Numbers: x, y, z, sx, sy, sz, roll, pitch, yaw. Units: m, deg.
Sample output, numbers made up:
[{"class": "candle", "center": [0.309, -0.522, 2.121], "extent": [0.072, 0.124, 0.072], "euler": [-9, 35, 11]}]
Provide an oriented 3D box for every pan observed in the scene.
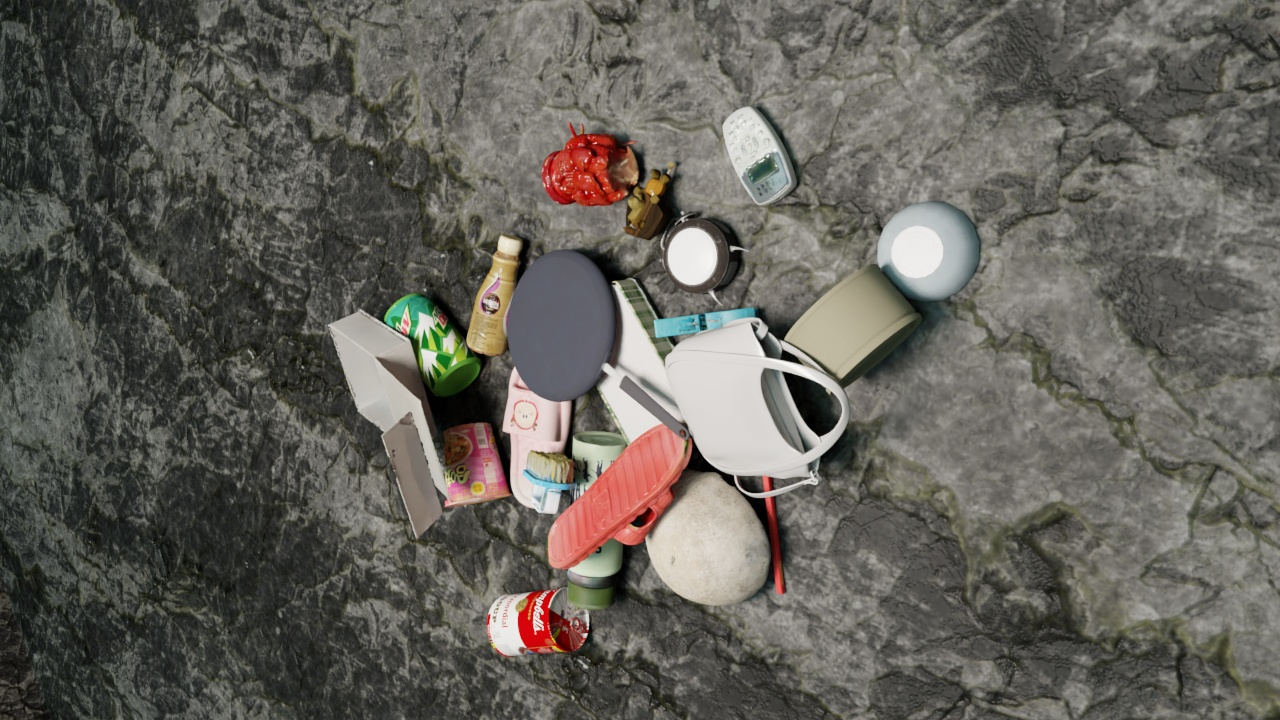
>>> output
[{"class": "pan", "center": [-0.059, -0.004, 1.148], "extent": [0.356, 0.021, 0.199], "euler": [40, 114, 35]}]

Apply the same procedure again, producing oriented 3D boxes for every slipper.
[{"class": "slipper", "center": [-0.017, 0.176, 1.115], "extent": [0.249, 0.059, 0.103], "euler": [-44, 35, 22]}, {"class": "slipper", "center": [-0.150, 0.098, 1.273], "extent": [0.107, 0.055, 0.222], "euler": [12, 103, 34]}]

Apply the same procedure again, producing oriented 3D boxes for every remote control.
[{"class": "remote control", "center": [0.135, -0.236, 1.054], "extent": [0.060, 0.028, 0.114], "euler": [-28, 81, 33]}]

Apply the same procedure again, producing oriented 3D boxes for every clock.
[{"class": "clock", "center": [0.067, -0.128, 1.105], "extent": [0.123, 0.043, 0.091], "euler": [35, 114, 25]}]

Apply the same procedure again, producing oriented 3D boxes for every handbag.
[{"class": "handbag", "center": [0.145, 0.052, 1.002], "extent": [0.223, 0.095, 0.216], "euler": [-4, 116, 51]}]

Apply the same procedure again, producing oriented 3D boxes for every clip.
[{"class": "clip", "center": [0.079, -0.046, 1.088], "extent": [0.120, 0.102, 0.027], "euler": [-6, 96, 21]}]

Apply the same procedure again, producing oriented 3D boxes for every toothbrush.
[{"class": "toothbrush", "center": [0.161, 0.176, 1.101], "extent": [0.018, 0.012, 0.212], "euler": [-5, 93, 34]}]

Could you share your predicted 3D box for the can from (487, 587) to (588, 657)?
[{"class": "can", "center": [-0.144, 0.367, 1.284], "extent": [0.117, 0.086, 0.086], "euler": [-16, 87, 34]}]

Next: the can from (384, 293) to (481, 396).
[{"class": "can", "center": [-0.305, -0.023, 1.343], "extent": [0.144, 0.082, 0.083], "euler": [49, 119, 19]}]

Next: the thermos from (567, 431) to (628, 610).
[{"class": "thermos", "center": [-0.059, 0.214, 1.218], "extent": [0.082, 0.082, 0.231], "euler": [10, 102, 32]}]

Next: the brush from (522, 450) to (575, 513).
[{"class": "brush", "center": [-0.116, 0.158, 1.173], "extent": [0.136, 0.055, 0.075], "euler": [179, 97, -75]}]

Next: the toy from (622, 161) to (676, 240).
[{"class": "toy", "center": [0.014, -0.198, 1.125], "extent": [0.076, 0.062, 0.100], "euler": [36, 105, 48]}]

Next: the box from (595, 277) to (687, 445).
[{"class": "box", "center": [-0.007, 0.007, 1.170], "extent": [0.118, 0.050, 0.205], "euler": [-40, 73, 35]}]

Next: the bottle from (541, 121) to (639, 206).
[{"class": "bottle", "center": [-0.061, -0.244, 1.154], "extent": [0.111, 0.098, 0.099], "euler": [0, 96, 44]}]

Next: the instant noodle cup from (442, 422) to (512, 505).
[{"class": "instant noodle cup", "center": [-0.242, 0.149, 1.324], "extent": [0.098, 0.097, 0.108], "euler": [-18, 78, 34]}]

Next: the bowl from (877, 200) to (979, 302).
[{"class": "bowl", "center": [0.294, -0.113, 0.958], "extent": [0.106, 0.039, 0.106], "euler": [5, 99, 33]}]

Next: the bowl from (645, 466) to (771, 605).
[{"class": "bowl", "center": [0.063, 0.227, 1.111], "extent": [0.179, 0.081, 0.179], "euler": [22, 122, 39]}]

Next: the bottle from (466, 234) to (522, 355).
[{"class": "bottle", "center": [-0.197, -0.092, 1.277], "extent": [0.060, 0.059, 0.166], "euler": [25, 108, 29]}]

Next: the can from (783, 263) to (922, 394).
[{"class": "can", "center": [0.223, -0.031, 0.964], "extent": [0.073, 0.127, 0.128], "euler": [51, 120, 15]}]

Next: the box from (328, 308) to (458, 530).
[{"class": "box", "center": [-0.334, 0.067, 1.281], "extent": [0.369, 0.098, 0.166], "euler": [33, 140, 48]}]
